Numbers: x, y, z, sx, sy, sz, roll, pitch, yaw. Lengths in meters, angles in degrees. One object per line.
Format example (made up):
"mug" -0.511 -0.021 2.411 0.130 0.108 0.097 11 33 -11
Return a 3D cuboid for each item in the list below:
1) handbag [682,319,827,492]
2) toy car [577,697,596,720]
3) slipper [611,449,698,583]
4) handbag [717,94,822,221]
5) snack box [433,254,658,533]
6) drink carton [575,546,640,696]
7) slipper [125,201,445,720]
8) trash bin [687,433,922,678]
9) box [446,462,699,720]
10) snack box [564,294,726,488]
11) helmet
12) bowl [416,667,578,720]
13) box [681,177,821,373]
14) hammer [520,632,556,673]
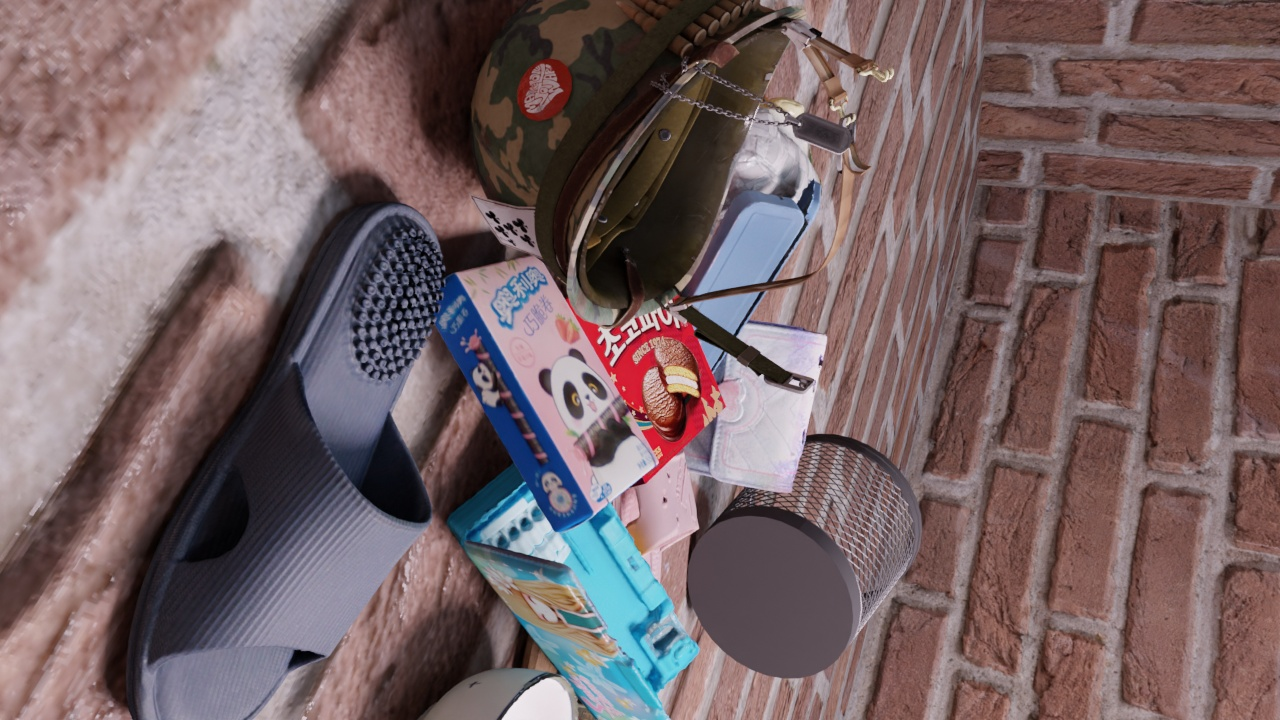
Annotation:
"handbag" 0.103 0.039 0.888 0.069 0.127 0.158 3 98 -64
"toy car" -0.038 0.305 0.767 0.047 0.047 0.112 50 57 -79
"slipper" 0.011 0.143 0.782 0.094 0.064 0.239 -7 100 -63
"handbag" 0.078 -0.181 0.766 0.171 0.113 0.123 4 87 -66
"snack box" -0.055 0.014 0.536 0.154 0.033 0.087 60 29 1
"drink carton" -0.034 0.191 0.716 0.058 0.041 0.122 -152 -110 -71
"slipper" -0.132 0.050 0.421 0.101 0.083 0.263 54 50 -62
"trash bin" 0.189 0.224 1.064 0.226 0.218 0.218 -27 124 -57
"box" -0.017 0.172 0.596 0.097 0.117 0.227 -38 124 -16
"snack box" -0.004 0.004 0.674 0.151 0.036 0.132 -34 103 -58
"helmet" 0.019 -0.107 0.501 0.223 0.236 0.193 -66 179 -50
"bowl" -0.105 0.266 0.580 0.153 0.073 0.153 -36 131 -57
"box" 0.081 -0.055 0.768 0.121 0.047 0.210 -21 150 -46
"hammer" -0.099 0.341 0.677 0.132 0.040 0.305 27 74 -62
